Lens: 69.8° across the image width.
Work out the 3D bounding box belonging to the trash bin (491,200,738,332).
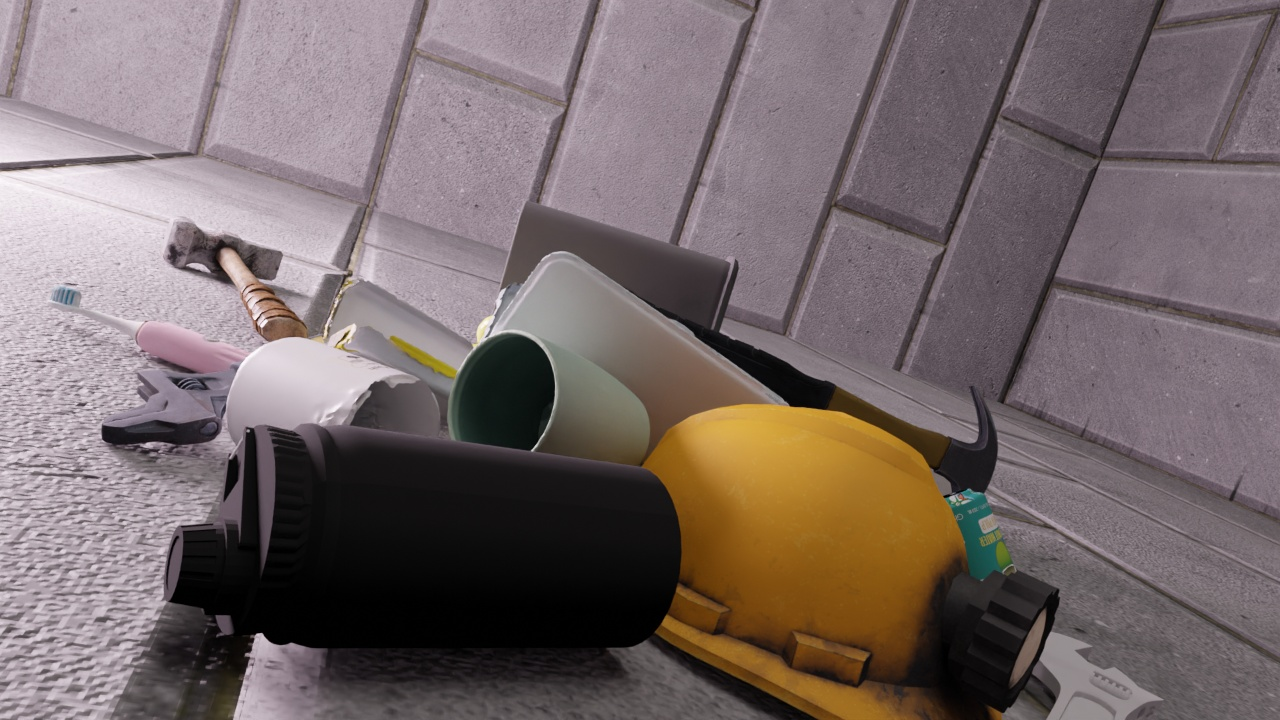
[{"bbox_3d":[-0.034,-0.045,0.946,0.220,0.192,0.097,17,8,-2],"label":"trash bin"}]

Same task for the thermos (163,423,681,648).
[{"bbox_3d":[-0.087,0.076,0.384,0.198,0.086,0.086,13,10,-35],"label":"thermos"}]

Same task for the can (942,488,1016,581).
[{"bbox_3d":[0.205,0.135,0.571,0.055,0.101,0.055,-18,-11,-4],"label":"can"}]

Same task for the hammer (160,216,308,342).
[{"bbox_3d":[-0.380,-0.073,0.891,0.121,0.049,0.319,16,10,-38],"label":"hammer"}]

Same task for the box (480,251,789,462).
[{"bbox_3d":[-0.007,0.003,0.657,0.215,0.106,0.127,36,11,-13],"label":"box"}]

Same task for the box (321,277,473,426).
[{"bbox_3d":[-0.113,0.024,0.621,0.210,0.057,0.117,31,10,-28],"label":"box"}]

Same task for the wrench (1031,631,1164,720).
[{"bbox_3d":[0.239,0.202,0.519,0.087,0.018,0.272,24,11,32],"label":"wrench"}]

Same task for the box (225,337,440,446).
[{"bbox_3d":[-0.145,0.046,0.494,0.166,0.092,0.083,13,1,31],"label":"box"}]

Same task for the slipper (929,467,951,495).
[{"bbox_3d":[0.137,0.101,0.773,0.265,0.081,0.112,13,54,-11],"label":"slipper"}]

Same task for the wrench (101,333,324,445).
[{"bbox_3d":[-0.232,0.004,0.600,0.073,0.022,0.272,17,19,17],"label":"wrench"}]

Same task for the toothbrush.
[{"bbox_3d":[-0.318,-0.009,0.642,0.222,0.026,0.027,20,-3,7],"label":"toothbrush"}]

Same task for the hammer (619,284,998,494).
[{"bbox_3d":[0.121,0.022,0.722,0.333,0.118,0.025,24,5,4],"label":"hammer"}]

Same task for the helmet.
[{"bbox_3d":[0.098,0.094,0.519,0.256,0.131,0.205,23,10,36],"label":"helmet"}]

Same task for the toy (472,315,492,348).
[{"bbox_3d":[-0.095,0.009,0.802,0.149,0.084,0.213,-3,13,3],"label":"toy"}]

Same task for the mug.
[{"bbox_3d":[-0.055,0.049,0.543,0.084,0.111,0.104,29,2,39],"label":"mug"}]
